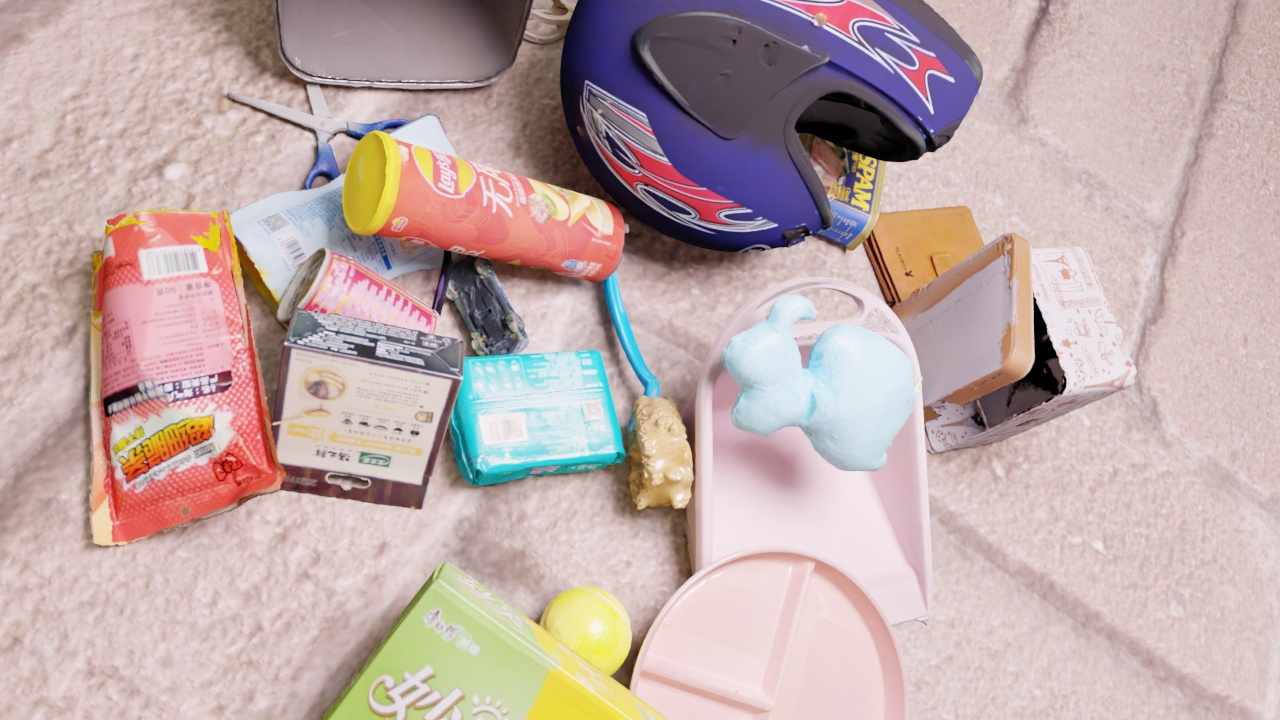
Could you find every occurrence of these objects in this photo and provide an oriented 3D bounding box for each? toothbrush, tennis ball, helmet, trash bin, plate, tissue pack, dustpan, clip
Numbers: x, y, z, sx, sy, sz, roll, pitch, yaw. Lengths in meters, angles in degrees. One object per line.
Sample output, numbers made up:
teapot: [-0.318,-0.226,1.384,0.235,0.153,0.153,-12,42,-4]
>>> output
toothbrush: [-0.153,-0.048,0.707,0.016,0.014,0.188,23,71,-44]
tennis ball: [-0.039,0.190,0.637,0.065,0.066,0.065,8,65,-18]
helmet: [0.084,-0.205,0.751,0.315,0.247,0.240,30,98,0]
trash bin: [-0.202,-0.370,0.742,0.198,0.199,0.219,-5,62,-23]
plate: [0.093,0.250,0.662,0.229,0.028,0.229,4,79,-21]
tissue pack: [-0.078,0.042,0.694,0.133,0.050,0.093,-4,69,-23]
dustpan: [0.136,0.086,0.709,0.222,0.139,0.273,-9,71,-25]
clip: [-0.069,-0.325,0.865,0.099,0.035,0.070,-13,72,-31]

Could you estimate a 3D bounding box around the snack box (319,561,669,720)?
snack box: [-0.087,0.249,0.561,0.210,0.070,0.157,37,83,-4]

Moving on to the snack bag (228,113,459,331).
snack bag: [-0.208,-0.104,0.705,0.190,0.039,0.110,-37,99,-29]

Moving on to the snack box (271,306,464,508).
snack box: [-0.190,0.035,0.628,0.113,0.126,0.053,12,39,-17]

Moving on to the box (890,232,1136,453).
box: [0.283,-0.011,0.783,0.148,0.182,0.146,-8,71,-24]

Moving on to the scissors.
scissors: [-0.246,-0.183,0.747,0.162,0.012,0.175,-5,69,-22]

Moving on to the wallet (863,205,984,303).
wallet: [0.289,-0.103,0.913,0.131,0.031,0.107,-8,70,-23]

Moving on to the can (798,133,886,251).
can: [0.183,-0.168,0.883,0.083,0.057,0.101,21,62,-10]

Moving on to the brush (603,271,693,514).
brush: [-0.004,0.004,0.734,0.045,0.083,0.254,-7,63,-14]

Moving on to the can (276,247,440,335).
can: [-0.199,-0.031,0.651,0.093,0.067,0.066,34,57,-33]

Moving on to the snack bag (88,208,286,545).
snack bag: [-0.307,0.006,0.604,0.128,0.073,0.207,-16,74,5]

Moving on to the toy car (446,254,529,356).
toy car: [-0.119,-0.041,0.719,0.090,0.043,0.034,59,19,13]

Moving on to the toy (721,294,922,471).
toy: [0.138,0.020,0.668,0.156,0.050,0.161,-16,115,-9]

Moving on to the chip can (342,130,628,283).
chip can: [-0.111,-0.110,0.692,0.216,0.073,0.073,8,63,-44]
